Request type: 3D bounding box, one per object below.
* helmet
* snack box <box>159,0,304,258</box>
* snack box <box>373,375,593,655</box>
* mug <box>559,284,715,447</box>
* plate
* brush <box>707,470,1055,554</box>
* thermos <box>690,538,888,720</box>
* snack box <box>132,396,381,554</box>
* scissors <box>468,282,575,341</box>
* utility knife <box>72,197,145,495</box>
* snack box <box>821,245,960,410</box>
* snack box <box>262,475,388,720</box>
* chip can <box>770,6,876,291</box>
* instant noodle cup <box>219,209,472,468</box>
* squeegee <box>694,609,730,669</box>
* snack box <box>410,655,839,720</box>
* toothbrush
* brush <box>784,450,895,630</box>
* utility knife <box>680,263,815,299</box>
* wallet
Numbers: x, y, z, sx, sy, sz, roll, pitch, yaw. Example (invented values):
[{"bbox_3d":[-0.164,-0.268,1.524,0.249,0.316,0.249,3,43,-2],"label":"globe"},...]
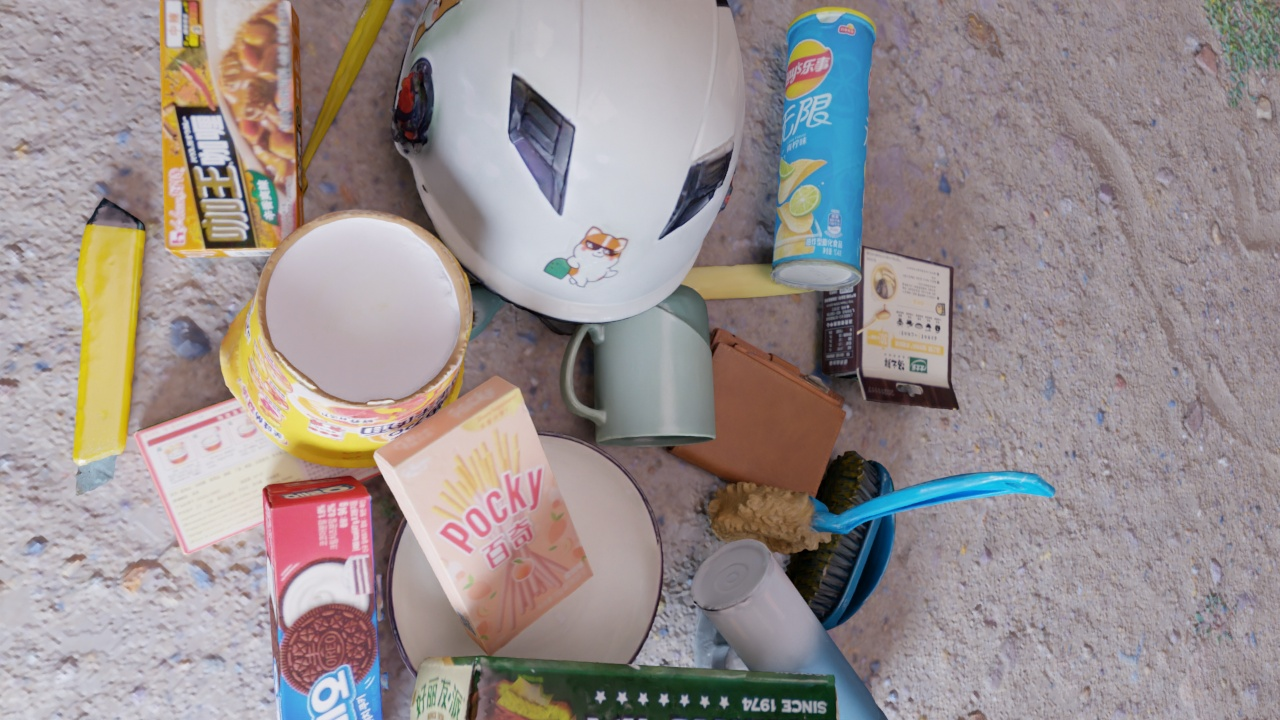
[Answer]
[{"bbox_3d":[-0.025,-0.176,0.570,0.229,0.157,0.273,11,59,-24],"label":"helmet"},{"bbox_3d":[-0.244,-0.139,0.551,0.075,0.026,0.153,-2,87,-9],"label":"snack box"},{"bbox_3d":[-0.087,0.095,0.543,0.084,0.026,0.157,-34,127,-25],"label":"snack box"},{"bbox_3d":[-0.004,0.004,0.635,0.111,0.082,0.106,3,80,-28],"label":"mug"},{"bbox_3d":[-0.077,0.143,0.617,0.192,0.039,0.192,2,86,-26],"label":"plate"},{"bbox_3d":[0.151,0.099,0.624,0.083,0.255,0.045,33,55,-32],"label":"brush"},{"bbox_3d":[0.118,0.227,0.675,0.070,0.070,0.220,-45,115,-22],"label":"thermos"},{"bbox_3d":[-0.213,0.050,0.562,0.155,0.027,0.077,-22,97,-26],"label":"snack box"},{"bbox_3d":[-0.113,-0.086,0.628,0.170,0.019,0.181,-6,88,-25],"label":"scissors"},{"bbox_3d":[-0.308,-0.008,0.526,0.033,0.015,0.170,4,86,-20],"label":"utility knife"},{"bbox_3d":[0.208,-0.024,0.759,0.113,0.053,0.125,7,84,-31],"label":"snack box"},{"bbox_3d":[-0.183,0.176,0.537,0.058,0.057,0.207,-4,97,-27],"label":"snack box"},{"bbox_3d":[0.145,-0.165,0.723,0.071,0.071,0.210,11,78,-25],"label":"chip can"},{"bbox_3d":[-0.159,-0.014,0.518,0.138,0.110,0.138,6,74,-20],"label":"instant noodle cup"},{"bbox_3d":[0.050,0.285,0.671,0.247,0.040,0.249,14,73,-40],"label":"squeegee"},{"bbox_3d":[-0.008,0.217,0.554,0.239,0.115,0.063,12,68,-25],"label":"snack box"},{"bbox_3d":[-0.193,-0.182,0.595,0.015,0.017,0.190,25,76,-22],"label":"toothbrush"},{"bbox_3d":[0.164,0.147,0.727,0.073,0.055,0.143,30,73,-21],"label":"brush"},{"bbox_3d":[0.064,-0.063,0.713,0.212,0.022,0.031,-5,88,-33],"label":"utility knife"},{"bbox_3d":[0.093,0.048,0.713,0.131,0.031,0.107,27,79,-22],"label":"wallet"}]
